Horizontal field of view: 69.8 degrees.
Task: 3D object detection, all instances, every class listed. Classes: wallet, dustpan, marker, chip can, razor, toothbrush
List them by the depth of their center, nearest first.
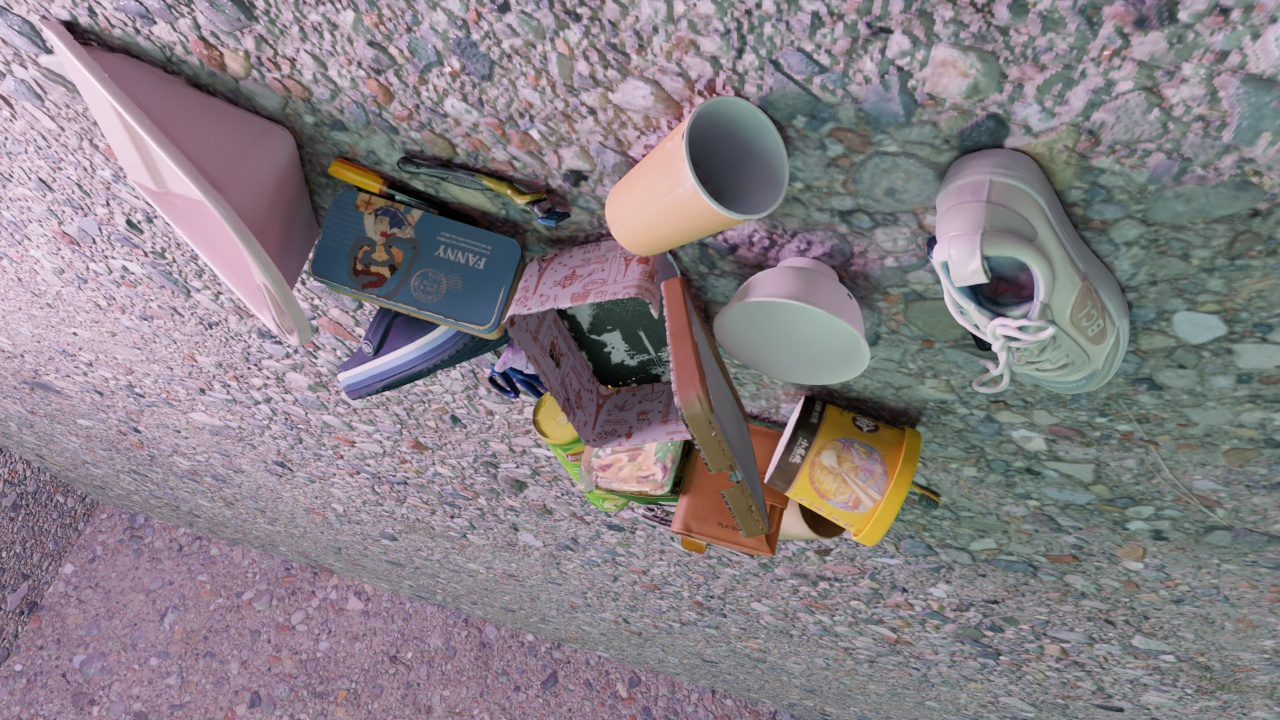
[{"bbox_3d":[0.234,-0.047,0.658,0.023,0.018,0.130,-10,143,31],"label":"marker"},{"bbox_3d":[-0.124,-0.138,0.717,0.143,0.022,0.042,19,-162,7],"label":"razor"},{"bbox_3d":[-0.200,-0.140,0.770,0.124,0.015,0.018,21,158,-11],"label":"marker"},{"bbox_3d":[-0.385,-0.127,0.778,0.273,0.138,0.223,18,155,0],"label":"dustpan"},{"bbox_3d":[0.098,0.126,0.931,0.108,0.131,0.031,14,159,8],"label":"wallet"},{"bbox_3d":[0.245,0.114,0.960,0.191,0.018,0.016,30,151,-21],"label":"toothbrush"},{"bbox_3d":[0.065,0.196,1.021,0.130,0.037,0.106,16,172,12],"label":"wallet"},{"bbox_3d":[-0.061,0.112,1.102,0.073,0.072,0.221,8,152,21],"label":"chip can"}]

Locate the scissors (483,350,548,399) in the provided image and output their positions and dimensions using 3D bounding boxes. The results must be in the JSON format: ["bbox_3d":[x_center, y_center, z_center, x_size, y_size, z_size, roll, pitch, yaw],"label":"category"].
[{"bbox_3d":[-0.151,0.002,1.016,0.141,0.012,0.171,19,154,2],"label":"scissors"}]

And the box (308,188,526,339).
[{"bbox_3d":[-0.181,-0.078,0.782,0.184,0.089,0.059,15,173,5],"label":"box"}]

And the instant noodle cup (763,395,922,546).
[{"bbox_3d":[0.188,0.098,0.868,0.114,0.118,0.119,24,155,7],"label":"instant noodle cup"}]

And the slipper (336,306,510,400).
[{"bbox_3d":[-0.211,-0.032,0.907,0.254,0.104,0.095,-23,91,36],"label":"slipper"}]

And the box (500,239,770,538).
[{"bbox_3d":[-0.009,0.026,0.731,0.157,0.226,0.180,-18,134,11],"label":"box"}]

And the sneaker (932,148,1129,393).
[{"bbox_3d":[0.257,-0.026,0.600,0.090,0.090,0.242,-4,147,40],"label":"sneaker"}]

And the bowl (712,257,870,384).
[{"bbox_3d":[0.120,-0.038,0.696,0.118,0.064,0.118,16,153,8],"label":"bowl"}]

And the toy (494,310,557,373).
[{"bbox_3d":[-0.094,-0.015,0.878,0.039,0.084,0.108,48,-178,14],"label":"toy"}]

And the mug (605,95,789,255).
[{"bbox_3d":[0.030,-0.113,0.606,0.078,0.078,0.123,30,157,-21],"label":"mug"}]

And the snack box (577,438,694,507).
[{"bbox_3d":[0.017,0.109,0.998,0.118,0.117,0.105,-1,152,33],"label":"snack box"}]

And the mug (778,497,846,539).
[{"bbox_3d":[0.157,0.148,1.020,0.124,0.084,0.104,38,150,-20],"label":"mug"}]

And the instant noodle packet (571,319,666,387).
[{"bbox_3d":[-0.005,0.005,0.889,0.128,0.044,0.111,11,151,11],"label":"instant noodle packet"}]
